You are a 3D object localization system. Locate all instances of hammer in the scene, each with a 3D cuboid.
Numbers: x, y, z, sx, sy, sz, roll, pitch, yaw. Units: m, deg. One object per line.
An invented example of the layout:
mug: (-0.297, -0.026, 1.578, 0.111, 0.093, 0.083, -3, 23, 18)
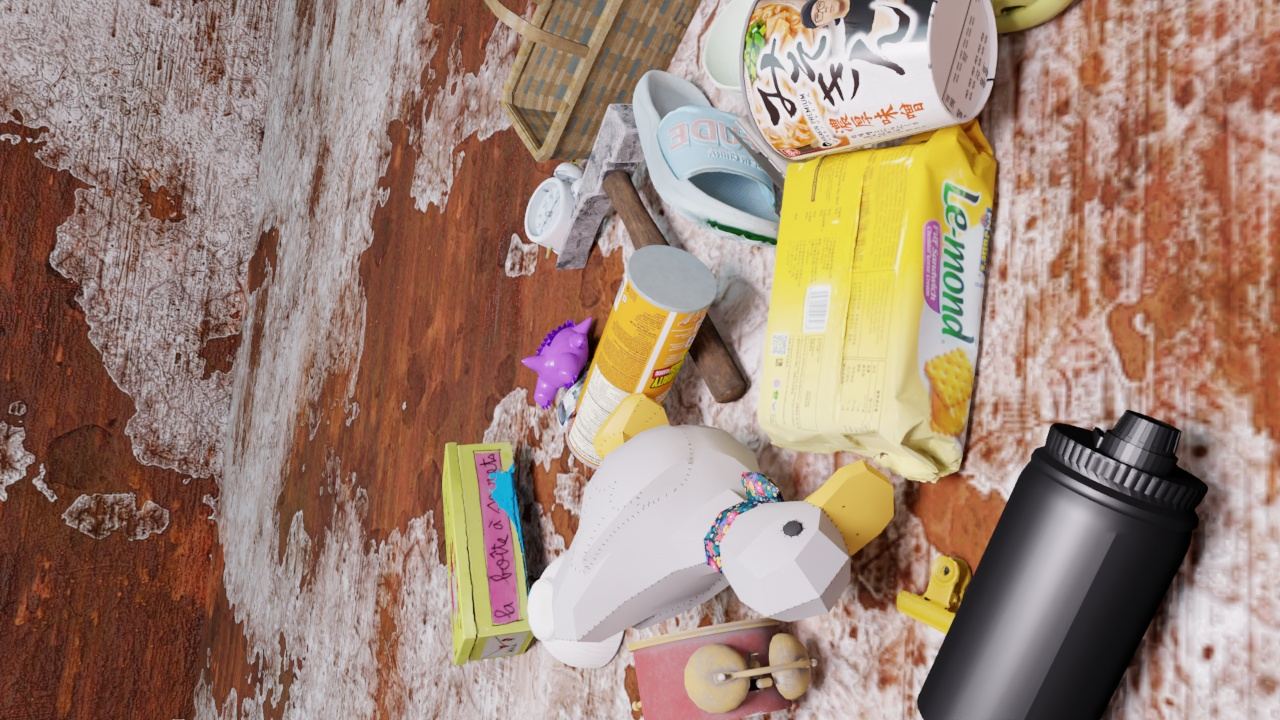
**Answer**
hammer: (0.007, -0.064, 0.873, 0.300, 0.037, 0.218, 64, 147, 29)

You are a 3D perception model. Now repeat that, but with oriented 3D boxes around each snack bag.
snack bag: (0.156, -0.046, 0.646, 0.160, 0.068, 0.247, 3, 85, 56)

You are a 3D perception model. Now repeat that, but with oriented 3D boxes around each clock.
clock: (-0.079, -0.171, 1.016, 0.118, 0.057, 0.083, -59, 40, 17)
clock: (0.062, 0.238, 0.673, 0.159, 0.117, 0.081, -38, 56, 53)

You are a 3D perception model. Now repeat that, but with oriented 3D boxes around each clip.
clip: (0.112, -0.160, 0.748, 0.047, 0.102, 0.056, -35, 12, 39)
clip: (0.192, 0.150, 0.587, 0.054, 0.044, 0.049, 18, 122, 56)

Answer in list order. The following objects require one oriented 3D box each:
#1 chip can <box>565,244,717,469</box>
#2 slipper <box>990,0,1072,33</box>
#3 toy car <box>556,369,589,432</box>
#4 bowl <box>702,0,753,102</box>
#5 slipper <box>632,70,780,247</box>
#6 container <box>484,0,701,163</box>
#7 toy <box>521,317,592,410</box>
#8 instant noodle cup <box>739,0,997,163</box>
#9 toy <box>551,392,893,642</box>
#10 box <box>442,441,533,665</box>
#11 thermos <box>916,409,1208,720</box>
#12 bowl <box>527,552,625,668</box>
chip can: (-0.005, 0.005, 0.800, 0.216, 0.075, 0.075, 113, 145, -44)
slipper: (0.206, -0.268, 0.616, 0.191, 0.081, 0.091, 9, 88, 58)
toy car: (-0.063, 0.042, 0.971, 0.090, 0.027, 0.038, -50, 44, 37)
bowl: (0.115, -0.250, 0.741, 0.118, 0.061, 0.117, -20, 54, 30)
slipper: (0.057, -0.189, 0.791, 0.074, 0.104, 0.245, -57, 37, 35)
container: (-0.074, -0.338, 0.930, 0.251, 0.186, 0.157, -60, 40, 28)
toy: (-0.086, -0.005, 0.979, 0.106, 0.056, 0.087, -41, 11, 46)
instant noodle cup: (0.149, -0.191, 0.584, 0.122, 0.123, 0.123, 9, 90, 45)
toy: (0.038, 0.124, 0.673, 0.246, 0.141, 0.267, -35, 24, -4)
box: (-0.175, 0.210, 1.020, 0.125, 0.082, 0.220, 117, 144, -58)
thermos: (0.228, 0.119, 0.492, 0.086, 0.086, 0.199, 37, 112, 52)
bowl: (-0.071, 0.245, 0.908, 0.118, 0.062, 0.118, -17, 69, 52)
